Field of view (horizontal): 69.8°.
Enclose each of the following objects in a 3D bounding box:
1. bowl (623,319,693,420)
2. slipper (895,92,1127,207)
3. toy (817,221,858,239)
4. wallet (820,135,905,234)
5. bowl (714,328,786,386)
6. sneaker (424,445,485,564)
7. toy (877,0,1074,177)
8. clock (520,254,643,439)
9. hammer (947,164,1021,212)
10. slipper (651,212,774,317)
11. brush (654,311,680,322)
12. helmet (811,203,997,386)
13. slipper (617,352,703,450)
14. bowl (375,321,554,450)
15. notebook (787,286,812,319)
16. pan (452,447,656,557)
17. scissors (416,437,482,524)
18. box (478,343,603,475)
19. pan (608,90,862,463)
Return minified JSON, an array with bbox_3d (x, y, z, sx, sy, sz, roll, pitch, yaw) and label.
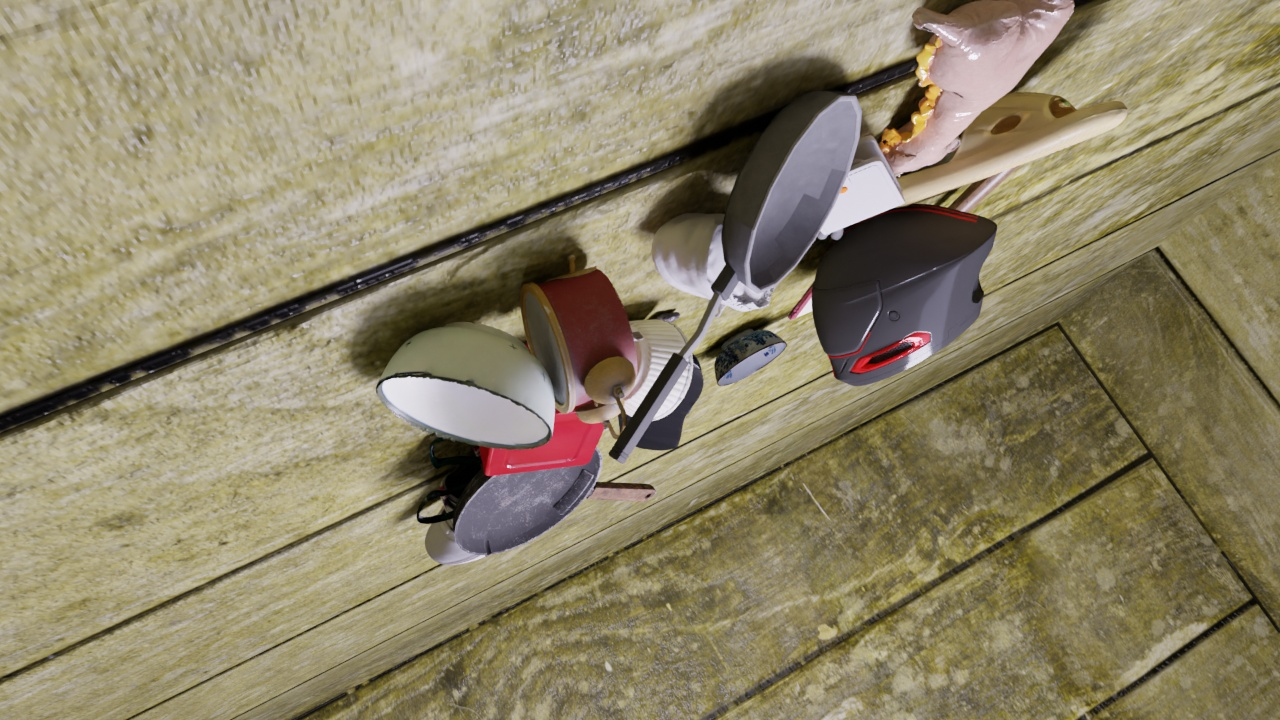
[{"bbox_3d":[-0.006,0.006,1.004,0.116,0.115,0.062,-38,147,29],"label":"bowl"},{"bbox_3d":[0.369,-0.235,0.968,0.262,0.079,0.111,-19,178,43],"label":"slipper"},{"bbox_3d":[0.221,-0.162,1.007,0.049,0.030,0.112,2,162,-4],"label":"toy"},{"bbox_3d":[0.187,-0.162,0.895,0.115,0.037,0.118,-20,157,22],"label":"wallet"},{"bbox_3d":[0.149,-0.012,1.313,0.114,0.045,0.114,-27,164,-9],"label":"bowl"},{"bbox_3d":[-0.226,0.186,1.197,0.128,0.096,0.264,4,136,-49],"label":"sneaker"},{"bbox_3d":[0.260,-0.236,0.818,0.195,0.065,0.265,-11,166,-20],"label":"toy"},{"bbox_3d":[-0.040,-0.007,0.799,0.081,0.158,0.117,-18,161,-18],"label":"clock"},{"bbox_3d":[0.412,-0.193,1.207,0.129,0.040,0.323,-22,161,-40],"label":"hammer"},{"bbox_3d":[0.084,-0.095,0.904,0.246,0.075,0.112,-1,117,-63],"label":"slipper"},{"bbox_3d":[-0.017,-0.013,1.087,0.152,0.012,0.038,-36,163,27],"label":"brush"},{"bbox_3d":[0.305,-0.094,1.103,0.265,0.170,0.163,-30,-170,36],"label":"helmet"},{"bbox_3d":[0.022,0.031,1.190,0.109,0.083,0.266,8,152,1],"label":"slipper"},{"bbox_3d":[-0.142,0.017,0.791,0.153,0.072,0.154,11,156,5],"label":"bowl"},{"bbox_3d":[0.303,-0.130,1.281,0.152,0.012,0.209,-22,162,-20],"label":"notebook"},{"bbox_3d":[-0.094,0.165,1.175,0.356,0.040,0.208,9,125,-53],"label":"pan"},{"bbox_3d":[-0.182,0.151,1.115,0.209,0.015,0.142,11,114,-43],"label":"scissors"},{"bbox_3d":[-0.109,0.055,0.968,0.134,0.112,0.158,-17,161,-22],"label":"box"},{"bbox_3d":[0.073,-0.070,0.763,0.357,0.041,0.178,-57,159,-5],"label":"pan"}]
